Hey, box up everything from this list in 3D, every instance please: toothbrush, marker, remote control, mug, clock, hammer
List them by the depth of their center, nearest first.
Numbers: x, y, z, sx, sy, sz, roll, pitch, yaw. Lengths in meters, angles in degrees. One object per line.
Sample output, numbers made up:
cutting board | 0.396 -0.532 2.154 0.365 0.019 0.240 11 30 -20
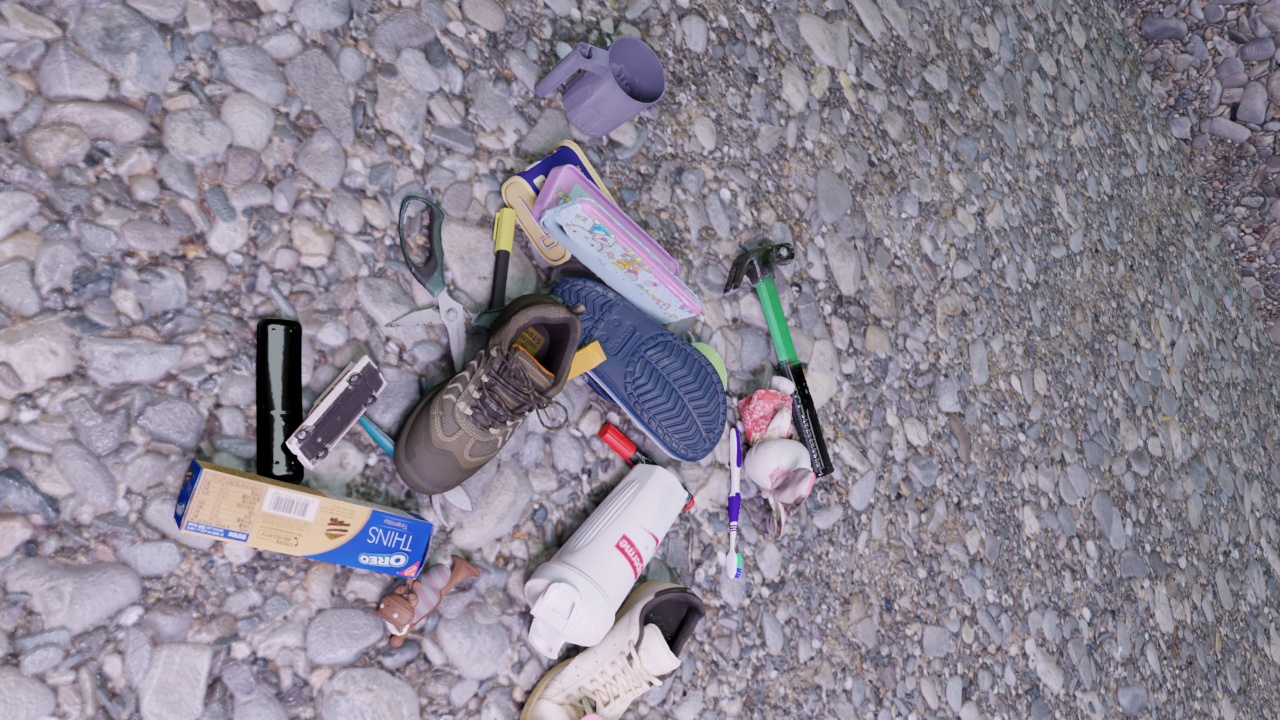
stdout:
remote control | -0.324 0.037 0.827 0.041 0.020 0.151 3 78 -38
marker | -0.153 -0.107 1.000 0.021 0.017 0.123 5 73 -2
marker | 0.009 0.125 1.056 0.145 0.021 0.023 43 18 -21
mug | -0.050 -0.325 1.083 0.123 0.104 0.083 6 74 -36
clock | 0.058 0.024 1.109 0.094 0.043 0.119 51 54 -14
toothbrush | 0.116 0.174 1.129 0.016 0.015 0.186 17 67 -36
hammer | 0.198 0.002 1.230 0.130 0.032 0.318 -15 88 -40

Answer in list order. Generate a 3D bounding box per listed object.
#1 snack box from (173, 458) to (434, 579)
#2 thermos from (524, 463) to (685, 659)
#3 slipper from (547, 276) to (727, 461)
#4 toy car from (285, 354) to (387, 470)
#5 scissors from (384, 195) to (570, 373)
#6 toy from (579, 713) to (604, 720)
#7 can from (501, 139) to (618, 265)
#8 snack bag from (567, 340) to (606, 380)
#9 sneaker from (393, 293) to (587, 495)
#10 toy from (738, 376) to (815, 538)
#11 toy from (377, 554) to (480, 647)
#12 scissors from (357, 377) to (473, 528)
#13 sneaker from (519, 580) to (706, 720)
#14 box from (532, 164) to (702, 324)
snack box | -0.287 0.141 0.796 0.206 0.056 0.057 22 82 -32
thermos | -0.037 0.201 0.957 0.099 0.100 0.219 53 49 -14
slipper | -0.006 0.006 1.032 0.253 0.095 0.105 44 72 1
toy car | -0.282 0.046 0.845 0.112 0.039 0.039 -56 139 -33
scissors | -0.168 -0.080 0.955 0.201 0.015 0.201 -6 80 -22
toy | -0.036 0.442 0.880 0.189 0.088 0.238 -30 111 -26
can | -0.090 -0.177 1.042 0.092 0.057 0.116 -42 104 -36
snack bag | -0.082 0.009 0.981 0.026 0.099 0.020 61 19 -7
sneaker | -0.123 0.034 0.865 0.101 0.143 0.237 43 70 -23
toy | 0.169 0.111 1.135 0.084 0.159 0.193 1 57 -6
toy | -0.202 0.218 0.855 0.101 0.042 0.055 -47 141 -28
scissors | -0.219 0.087 0.895 0.124 0.019 0.155 10 71 -35
sneaker | -0.015 0.317 0.933 0.240 0.103 0.089 -41 104 -36
box | -0.013 -0.124 1.002 0.214 0.093 0.089 38 67 -38
